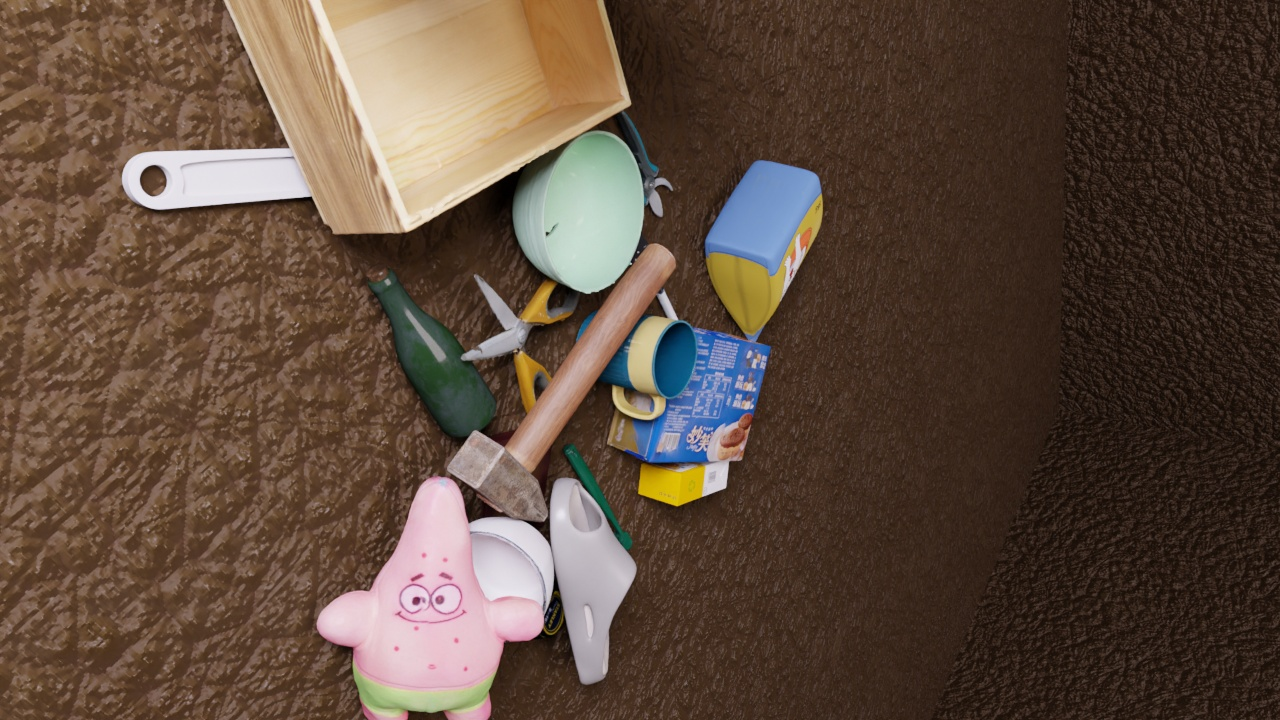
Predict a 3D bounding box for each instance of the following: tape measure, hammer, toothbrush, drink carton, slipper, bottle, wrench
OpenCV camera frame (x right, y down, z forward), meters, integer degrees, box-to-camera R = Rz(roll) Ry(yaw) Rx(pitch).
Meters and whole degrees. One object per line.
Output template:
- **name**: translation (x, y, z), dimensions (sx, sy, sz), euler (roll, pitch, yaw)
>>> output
- **tape measure**: translation (-0.107, 0.265, 0.980), dimensions (0.061, 0.034, 0.061), euler (-61, 138, -45)
- **hammer**: translation (-0.055, 0.013, 0.878), dimensions (0.300, 0.037, 0.158), euler (-56, 156, -14)
- **toothbrush**: translation (-0.049, 0.159, 1.051), dimensions (0.016, 0.017, 0.190), euler (-54, 138, -30)
- **drink carton**: translation (0.058, 0.145, 1.159), dimensions (0.122, 0.059, 0.040), euler (-8, 106, -54)
- **slipper**: translation (-0.041, 0.242, 0.998), dimensions (0.112, 0.081, 0.266), euler (-77, 163, -63)
- **toothbrush**: translation (0.047, -0.039, 1.129), dimensions (0.187, 0.012, 0.017), euler (61, 38, -44)
- **bottle**: translation (-0.181, -0.010, 0.774), dimensions (0.055, 0.055, 0.174), euler (-54, 138, -31)
- **wrench**: translation (-0.241, -0.151, 0.678), dimensions (0.272, 0.018, 0.087), euler (-18, 114, -50)

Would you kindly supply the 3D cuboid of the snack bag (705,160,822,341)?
- **snack bag**: translation (0.167, -0.132, 1.205), dimensions (0.158, 0.102, 0.205), euler (-58, 153, -26)

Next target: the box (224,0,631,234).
- **box**: translation (-0.072, -0.272, 0.606), dimensions (0.278, 0.324, 0.284), euler (-41, 123, -39)

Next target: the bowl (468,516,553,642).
- **bowl**: translation (-0.133, 0.199, 0.865), dimensions (0.065, 0.116, 0.116), euler (-49, 141, -68)

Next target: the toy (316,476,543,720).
- **toy**: translation (-0.180, 0.217, 0.798), dimensions (0.192, 0.097, 0.237), euler (3, 98, -19)

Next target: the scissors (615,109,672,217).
- **scissors**: translation (-0.006, -0.210, 0.993), dimensions (0.153, 0.019, 0.124), euler (-24, 121, -52)

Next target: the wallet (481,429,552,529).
- **wallet**: translation (-0.126, 0.127, 0.931), dimensions (0.091, 0.018, 0.116), euler (-11, 112, -53)

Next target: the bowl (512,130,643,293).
- **bowl**: translation (-0.068, -0.143, 0.872), dimensions (0.150, 0.077, 0.151), euler (-21, 117, -50)

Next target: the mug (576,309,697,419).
- **mug**: translation (-0.006, 0.006, 0.982), dimensions (0.083, 0.107, 0.114), euler (-22, 117, -52)

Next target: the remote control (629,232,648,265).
- **remote control**: translation (-0.012, -0.132, 1.005), dimensions (0.030, 0.009, 0.140), euler (-34, 139, 5)

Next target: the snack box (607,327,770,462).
- **snack box**: translation (0.063, 0.040, 1.109), dimensions (0.202, 0.069, 0.155), euler (7, 98, -52)

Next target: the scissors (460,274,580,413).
- **scissors**: translation (-0.107, -0.009, 0.869), dimensions (0.224, 0.016, 0.217), euler (-39, 131, -61)
